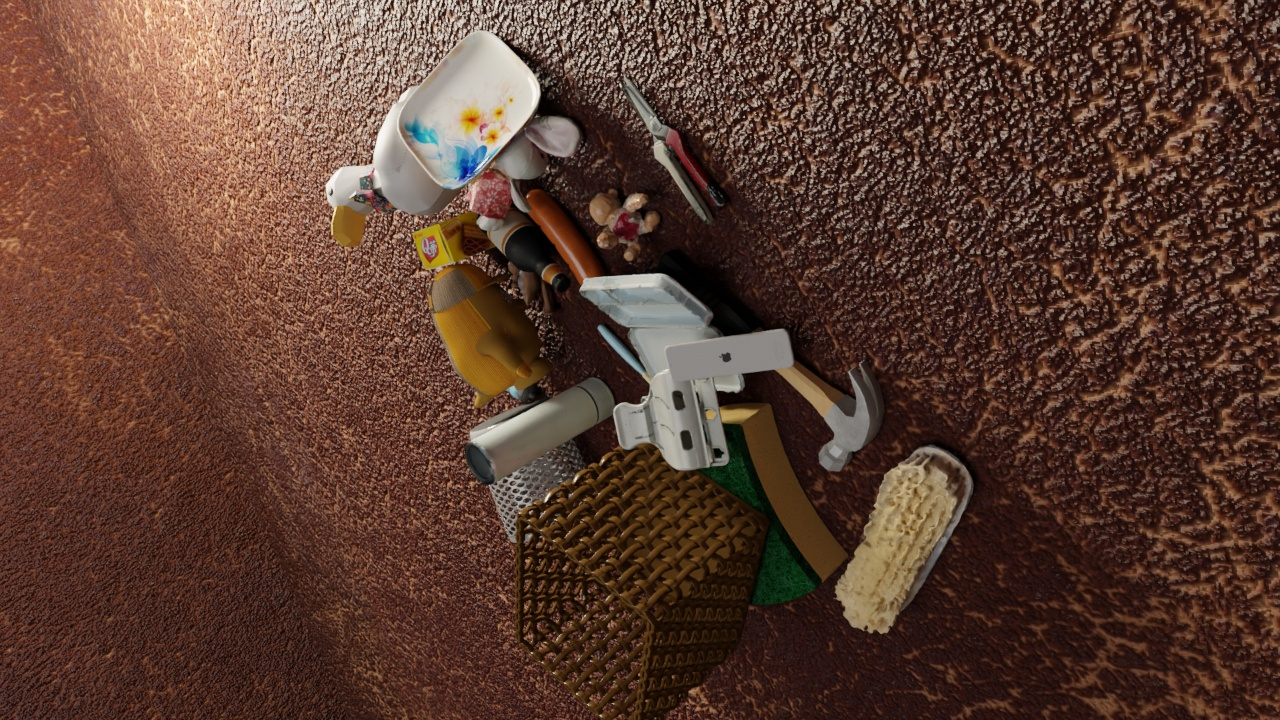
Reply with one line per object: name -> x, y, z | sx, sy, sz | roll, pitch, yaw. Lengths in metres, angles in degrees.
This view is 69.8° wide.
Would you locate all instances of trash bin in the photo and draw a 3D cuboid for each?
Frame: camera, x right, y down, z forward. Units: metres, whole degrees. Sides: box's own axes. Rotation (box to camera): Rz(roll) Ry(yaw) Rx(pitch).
trash bin -> -0.167, 0.166, 1.434 | 0.157, 0.156, 0.183 | -16, 99, 51

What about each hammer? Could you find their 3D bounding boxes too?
hammer -> 0.142, -0.018, 1.073 | 0.328, 0.039, 0.131 | 42, 137, 21

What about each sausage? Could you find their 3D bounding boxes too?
sausage -> -0.102, -0.165, 1.241 | 0.164, 0.039, 0.045 | 53, 148, 8

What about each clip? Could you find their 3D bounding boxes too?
clip -> 0.039, 0.071, 1.114 | 0.144, 0.074, 0.124 | -8, 92, 40

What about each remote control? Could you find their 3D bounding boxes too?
remote control -> 0.100, -0.005, 1.041 | 0.147, 0.008, 0.045 | -8, 108, 21

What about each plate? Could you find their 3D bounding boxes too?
plate -> -0.222, -0.324, 1.191 | 0.187, 0.016, 0.187 | -45, 61, 8

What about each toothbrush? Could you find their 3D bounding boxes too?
toothbrush -> -0.007, 0.007, 1.267 | 0.155, 0.016, 0.022 | 48, 178, 13

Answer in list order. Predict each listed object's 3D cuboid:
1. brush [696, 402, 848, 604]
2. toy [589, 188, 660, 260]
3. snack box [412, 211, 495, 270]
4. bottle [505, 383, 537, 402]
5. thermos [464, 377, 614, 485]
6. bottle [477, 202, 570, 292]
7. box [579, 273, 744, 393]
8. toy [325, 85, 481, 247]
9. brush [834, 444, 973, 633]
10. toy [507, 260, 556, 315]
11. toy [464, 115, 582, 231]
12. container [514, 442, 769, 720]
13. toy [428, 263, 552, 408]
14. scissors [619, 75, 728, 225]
brush -> 0.129, 0.187, 1.186 | 0.196, 0.075, 0.250 | -23, 96, 51
toy -> -0.026, -0.182, 1.134 | 0.085, 0.074, 0.106 | -56, 43, 16
snack box -> -0.267, -0.181, 1.355 | 0.084, 0.105, 0.061 | -6, 108, 49
bottle -> -0.214, 0.025, 1.482 | 0.130, 0.040, 0.040 | 36, 136, 27
thermos -> -0.137, 0.096, 1.292 | 0.068, 0.229, 0.068 | 27, 131, 36
bottle -> -0.156, -0.154, 1.269 | 0.181, 0.059, 0.059 | 46, 140, 31
box -> 0.029, -0.038, 1.139 | 0.192, 0.061, 0.210 | 46, 160, -22
toy -> -0.339, -0.281, 1.323 | 0.268, 0.140, 0.246 | 6, 81, 29
brush -> 0.292, 0.206, 1.036 | 0.083, 0.056, 0.272 | 37, 136, 27
toy -> -0.159, -0.113, 1.329 | 0.041, 0.055, 0.102 | -112, 9, -77
toy -> -0.168, -0.256, 1.206 | 0.159, 0.084, 0.194 | 38, 111, 27
container -> -0.004, 0.281, 1.155 | 0.220, 0.213, 0.252 | 32, 134, 30
toy -> -0.229, -0.055, 1.362 | 0.203, 0.162, 0.199 | 59, 166, -17
scissors -> 0.038, -0.247, 1.057 | 0.147, 0.015, 0.188 | 9, 120, 45
